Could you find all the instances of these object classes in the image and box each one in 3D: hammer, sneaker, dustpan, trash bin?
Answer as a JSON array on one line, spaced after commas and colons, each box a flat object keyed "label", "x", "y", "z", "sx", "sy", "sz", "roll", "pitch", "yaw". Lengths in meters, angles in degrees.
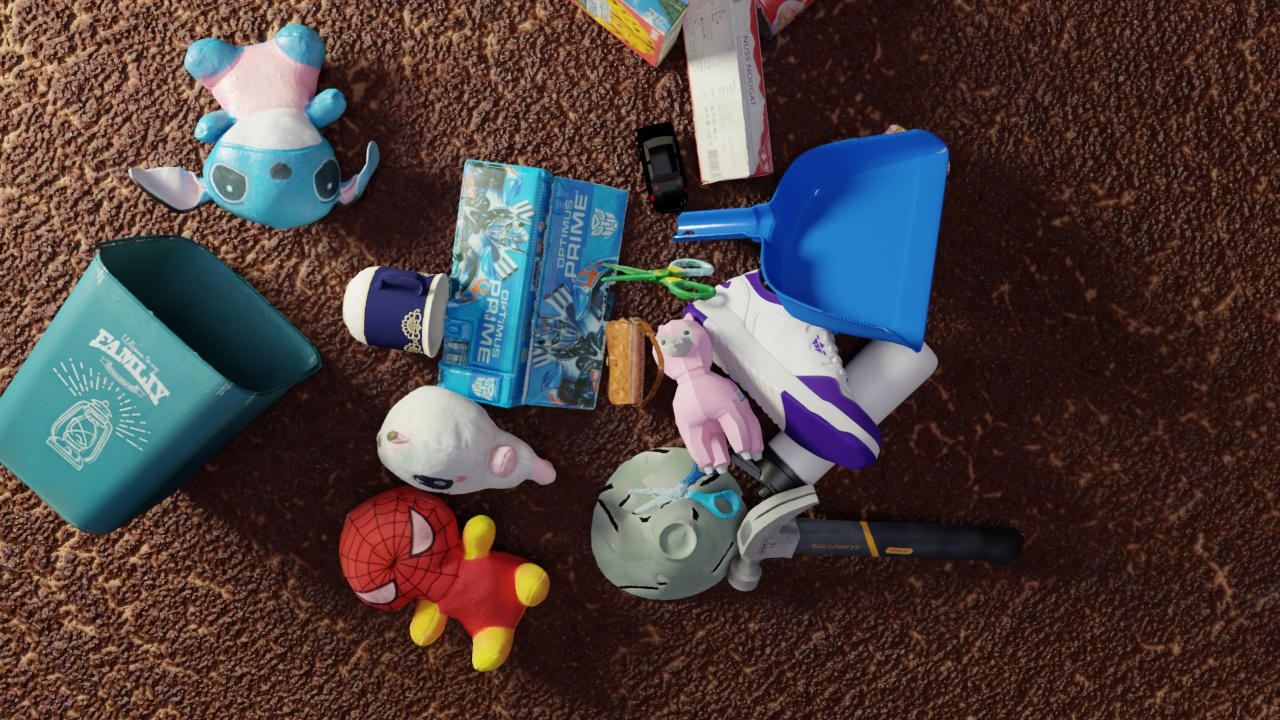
[{"label": "hammer", "x": 0.258, "y": 0.196, "z": 0.981, "sx": 0.312, "sy": 0.035, "sz": 0.140, "roll": 5, "pitch": 127, "yaw": -11}, {"label": "sneaker", "x": 0.163, "y": -0.001, "z": 0.923, "sx": 0.111, "sy": 0.092, "sz": 0.244, "roll": -41, "pitch": 69, "yaw": -14}, {"label": "dustpan", "x": 0.156, "y": -0.124, "z": 0.909, "sx": 0.258, "sy": 0.059, "sz": 0.245, "roll": 0, "pitch": 59, "yaw": 29}, {"label": "trash bin", "x": -0.469, "y": 0.026, "z": 0.877, "sx": 0.196, "sy": 0.199, "sz": 0.219, "roll": 44, "pitch": 99, "yaw": -6}]

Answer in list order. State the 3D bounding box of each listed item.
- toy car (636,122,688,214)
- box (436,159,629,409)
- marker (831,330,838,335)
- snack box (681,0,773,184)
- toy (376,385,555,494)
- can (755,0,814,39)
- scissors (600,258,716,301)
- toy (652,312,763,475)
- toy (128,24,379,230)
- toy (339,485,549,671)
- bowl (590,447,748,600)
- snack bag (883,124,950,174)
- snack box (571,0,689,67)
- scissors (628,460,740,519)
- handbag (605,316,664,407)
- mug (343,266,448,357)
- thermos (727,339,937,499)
[{"label": "toy car", "x": 0.024, "y": -0.198, "z": 0.945, "sx": 0.042, "sy": 0.036, "sz": 0.092, "roll": -13, "pitch": 96, "yaw": -1}, {"label": "box", "x": -0.112, "y": -0.072, "z": 0.942, "sx": 0.175, "sy": 0.060, "sz": 0.243, "roll": 8, "pitch": 96, "yaw": -4}, {"label": "marker", "x": 0.246, "y": -0.069, "z": 0.981, "sx": 0.123, "sy": 0.015, "sz": 0.018, "roll": -39, "pitch": 96, "yaw": 0}, {"label": "snack box", "x": 0.080, "y": -0.315, "z": 0.902, "sx": 0.044, "sy": 0.077, "sz": 0.273, "roll": -17, "pitch": 103, "yaw": -36}, {"label": "toy", "x": -0.172, "y": 0.090, "z": 0.923, "sx": 0.179, "sy": 0.139, "sz": 0.101, "roll": 20, "pitch": 77, "yaw": -14}, {"label": "can", "x": 0.156, "y": -0.388, "z": 0.916, "sx": 0.124, "sy": 0.066, "sz": 0.066, "roll": -41, "pitch": 96, "yaw": 2}, {"label": "scissors", "x": 0.020, "y": -0.091, "z": 0.945, "sx": 0.132, "sy": 0.107, "sz": 0.012, "roll": 16, "pitch": 122, "yaw": 16}, {"label": "toy", "x": 0.066, "y": 0.033, "z": 0.917, "sx": 0.067, "sy": 0.123, "sz": 0.157, "roll": -23, "pitch": 79, "yaw": 14}, {"label": "toy", "x": -0.374, "y": -0.222, "z": 0.893, "sx": 0.223, "sy": 0.099, "sz": 0.191, "roll": -9, "pitch": 91, "yaw": -16}, {"label": "toy", "x": -0.208, "y": 0.215, "z": 0.948, "sx": 0.216, "sy": 0.099, "sz": 0.147, "roll": 34, "pitch": 83, "yaw": -7}, {"label": "bowl", "x": 0.035, "y": 0.183, "z": 0.971, "sx": 0.174, "sy": 0.068, "sz": 0.174, "roll": 0, "pitch": 95, "yaw": -5}, {"label": "snack bag", "x": 0.250, "y": -0.164, "z": 0.963, "sx": 0.087, "sy": 0.044, "sz": 0.155, "roll": 36, "pitch": 100, "yaw": 7}, {"label": "snack box", "x": -0.026, "y": -0.352, "z": 0.874, "sx": 0.145, "sy": 0.142, "sz": 0.040, "roll": 37, "pitch": 94, "yaw": -6}, {"label": "scissors", "x": 0.039, "y": 0.126, "z": 0.951, "sx": 0.134, "sy": 0.016, "sz": 0.083, "roll": 1, "pitch": 63, "yaw": -24}, {"label": "handbag", "x": -0.005, "y": 0.005, "z": 0.886, "sx": 0.043, "sy": 0.196, "sz": 0.093, "roll": 1, "pitch": 93, "yaw": -9}, {"label": "mug", "x": -0.246, "y": -0.058, "z": 0.914, "sx": 0.089, "sy": 0.112, "sz": 0.085, "roll": 9, "pitch": 60, "yaw": -1}, {"label": "thermos", "x": 0.196, "y": 0.049, "z": 0.968, "sx": 0.230, "sy": 0.068, "sz": 0.101, "roll": -45, "pitch": 83, "yaw": 3}]
